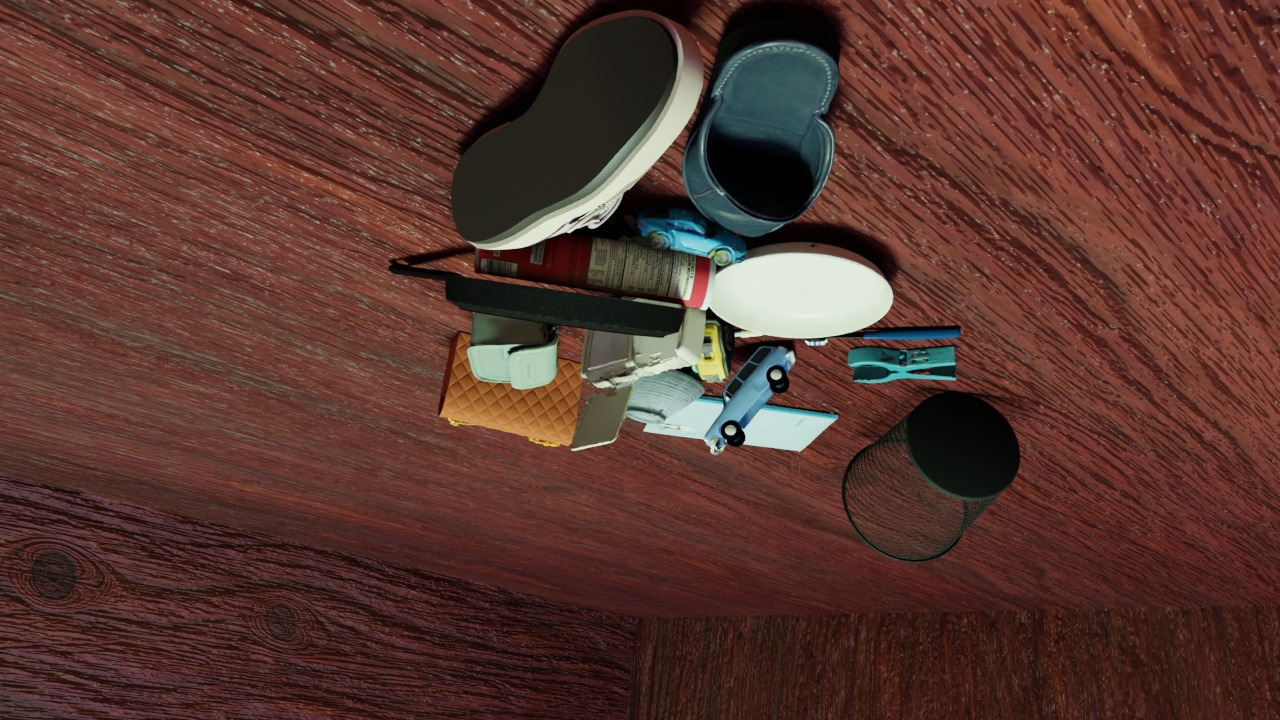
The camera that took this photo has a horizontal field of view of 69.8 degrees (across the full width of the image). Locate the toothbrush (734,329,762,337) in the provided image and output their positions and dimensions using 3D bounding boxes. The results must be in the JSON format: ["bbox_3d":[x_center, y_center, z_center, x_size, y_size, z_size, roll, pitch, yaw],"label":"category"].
[{"bbox_3d":[0.154,-0.033,1.038,0.155,0.016,0.022,-7,-174,31],"label":"toothbrush"}]

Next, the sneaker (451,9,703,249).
[{"bbox_3d":[-0.030,-0.156,0.703,0.116,0.111,0.295,-5,167,-38],"label":"sneaker"}]

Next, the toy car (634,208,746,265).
[{"bbox_3d":[0.047,-0.116,0.829,0.105,0.048,0.032,14,121,-8],"label":"toy car"}]

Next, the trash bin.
[{"bbox_3d":[0.390,0.151,1.226,0.184,0.183,0.211,7,152,-2],"label":"trash bin"}]

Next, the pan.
[{"bbox_3d":[-0.125,-0.062,0.901,0.357,0.034,0.225,10,-176,33],"label":"pan"}]

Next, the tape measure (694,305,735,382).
[{"bbox_3d":[0.080,-0.024,1.006,0.042,0.071,0.072,-2,134,25],"label":"tape measure"}]

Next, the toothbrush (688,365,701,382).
[{"bbox_3d":[0.070,0.022,1.198,0.022,0.017,0.135,5,160,1],"label":"toothbrush"}]

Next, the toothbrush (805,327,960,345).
[{"bbox_3d":[0.268,-0.028,1.021,0.168,0.014,0.014,-1,145,16],"label":"toothbrush"}]

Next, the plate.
[{"bbox_3d":[0.157,-0.074,0.913,0.182,0.034,0.182,5,158,2],"label":"plate"}]

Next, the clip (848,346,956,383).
[{"bbox_3d":[0.309,0.012,1.095,0.130,0.030,0.120,6,153,4],"label":"clip"}]

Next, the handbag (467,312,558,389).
[{"bbox_3d":[-0.150,-0.016,1.095,0.106,0.067,0.122,6,158,-2],"label":"handbag"}]

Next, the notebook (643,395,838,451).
[{"bbox_3d":[0.140,0.093,1.353,0.253,0.009,0.181,8,158,-4],"label":"notebook"}]

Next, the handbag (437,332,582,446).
[{"bbox_3d":[-0.168,0.043,1.185,0.171,0.108,0.060,15,156,-21],"label":"handbag"}]

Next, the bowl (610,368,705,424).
[{"bbox_3d":[0.011,0.048,1.188,0.137,0.057,0.137,13,165,4],"label":"bowl"}]

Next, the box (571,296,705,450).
[{"bbox_3d":[-0.006,0.006,0.956,0.144,0.184,0.044,-17,144,35],"label":"box"}]

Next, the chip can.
[{"bbox_3d":[-0.041,-0.088,0.841,0.214,0.051,0.052,8,158,-5],"label":"chip can"}]

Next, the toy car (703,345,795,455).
[{"bbox_3d":[0.126,0.045,1.091,0.055,0.153,0.056,39,177,20],"label":"toy car"}]

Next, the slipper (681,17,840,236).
[{"bbox_3d":[0.087,-0.143,0.701,0.109,0.083,0.266,5,162,0],"label":"slipper"}]

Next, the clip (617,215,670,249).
[{"bbox_3d":[0.000,-0.096,0.894,0.060,0.052,0.102,-26,143,32],"label":"clip"}]
